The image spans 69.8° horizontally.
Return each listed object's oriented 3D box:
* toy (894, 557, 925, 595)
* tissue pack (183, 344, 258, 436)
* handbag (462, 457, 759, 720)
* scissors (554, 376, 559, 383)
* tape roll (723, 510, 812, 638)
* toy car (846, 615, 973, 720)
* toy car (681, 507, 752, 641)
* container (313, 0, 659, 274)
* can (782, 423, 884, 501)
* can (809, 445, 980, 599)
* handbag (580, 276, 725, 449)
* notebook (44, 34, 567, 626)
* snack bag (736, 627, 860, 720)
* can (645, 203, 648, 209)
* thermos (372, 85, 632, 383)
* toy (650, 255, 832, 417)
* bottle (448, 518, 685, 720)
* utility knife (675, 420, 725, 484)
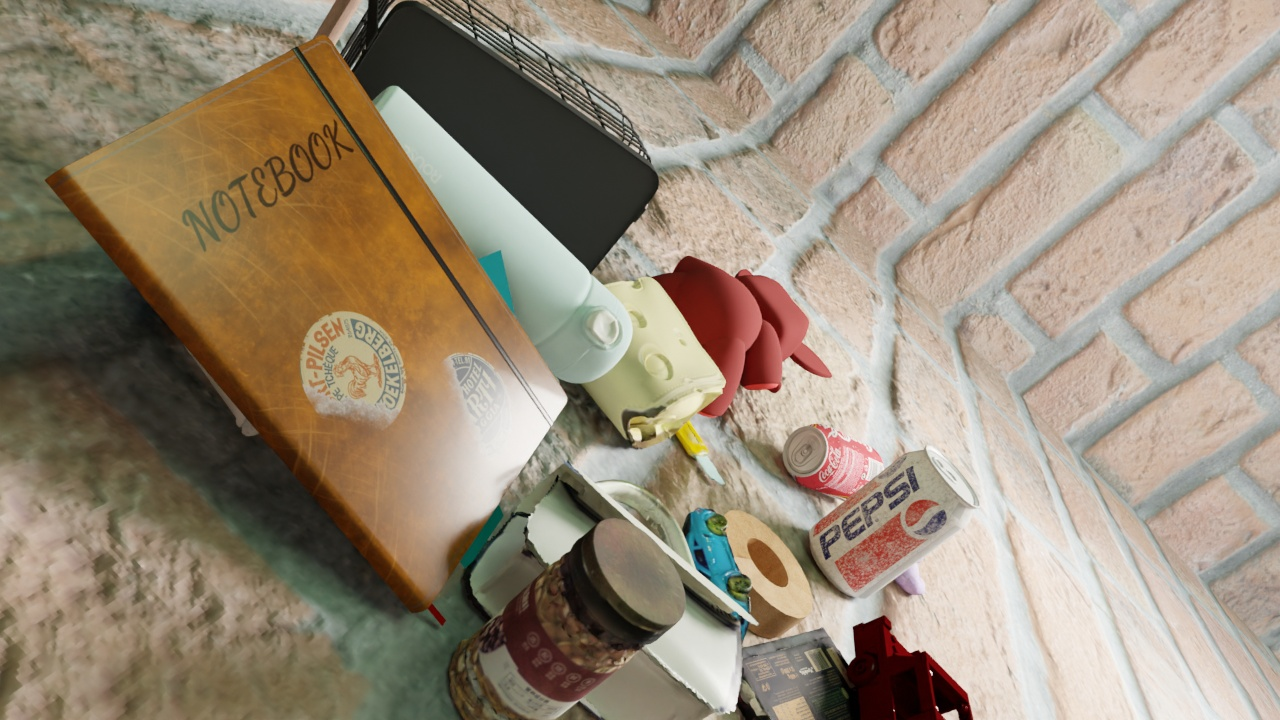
[{"bbox_3d":[0.270,0.195,0.938,0.080,0.037,0.099,58,28,4],"label":"toy"},{"bbox_3d":[-0.164,-0.026,0.513,0.117,0.066,0.209,53,21,14],"label":"tissue pack"},{"bbox_3d":[-0.003,0.116,0.536,0.151,0.074,0.175,43,21,-5],"label":"handbag"},{"bbox_3d":[-0.107,-0.010,0.655,0.131,0.013,0.073,27,27,-40],"label":"scissors"},{"bbox_3d":[0.085,0.157,0.681,0.094,0.027,0.093,37,23,-20],"label":"tape roll"},{"bbox_3d":[0.185,0.253,0.616,0.070,0.062,0.169,45,29,-21],"label":"toy car"},{"bbox_3d":[0.046,0.142,0.609,0.032,0.048,0.105,4,33,-17],"label":"toy car"},{"bbox_3d":[-0.121,-0.148,0.653,0.241,0.163,0.130,29,25,-31],"label":"container"},{"bbox_3d":[0.193,0.103,0.920,0.104,0.064,0.064,24,30,-42],"label":"can"},{"bbox_3d":[0.220,0.142,0.802,0.078,0.136,0.078,37,23,-19],"label":"can"},{"bbox_3d":[-0.004,0.004,0.718,0.119,0.081,0.111,54,26,13],"label":"handbag"},{"bbox_3d":[-0.124,-0.020,0.447,0.249,0.014,0.177,58,37,-23],"label":"notebook"},{"bbox_3d":[0.110,0.223,0.623,0.155,0.018,0.074,13,40,-53],"label":"snack bag"},{"bbox_3d":[-0.043,-0.192,1.016,0.114,0.063,0.063,12,39,-54],"label":"can"},{"bbox_3d":[-0.090,-0.067,0.551,0.207,0.065,0.078,43,-23,-25],"label":"thermos"},{"bbox_3d":[0.090,-0.030,0.898,0.196,0.121,0.158,-6,52,-51],"label":"toy"},{"bbox_3d":[-0.035,0.125,0.420,0.056,0.105,0.056,38,23,-19],"label":"bottle"},{"bbox_3d":[0.024,0.038,0.804,0.030,0.017,0.175,1,51,-48],"label":"utility knife"}]
